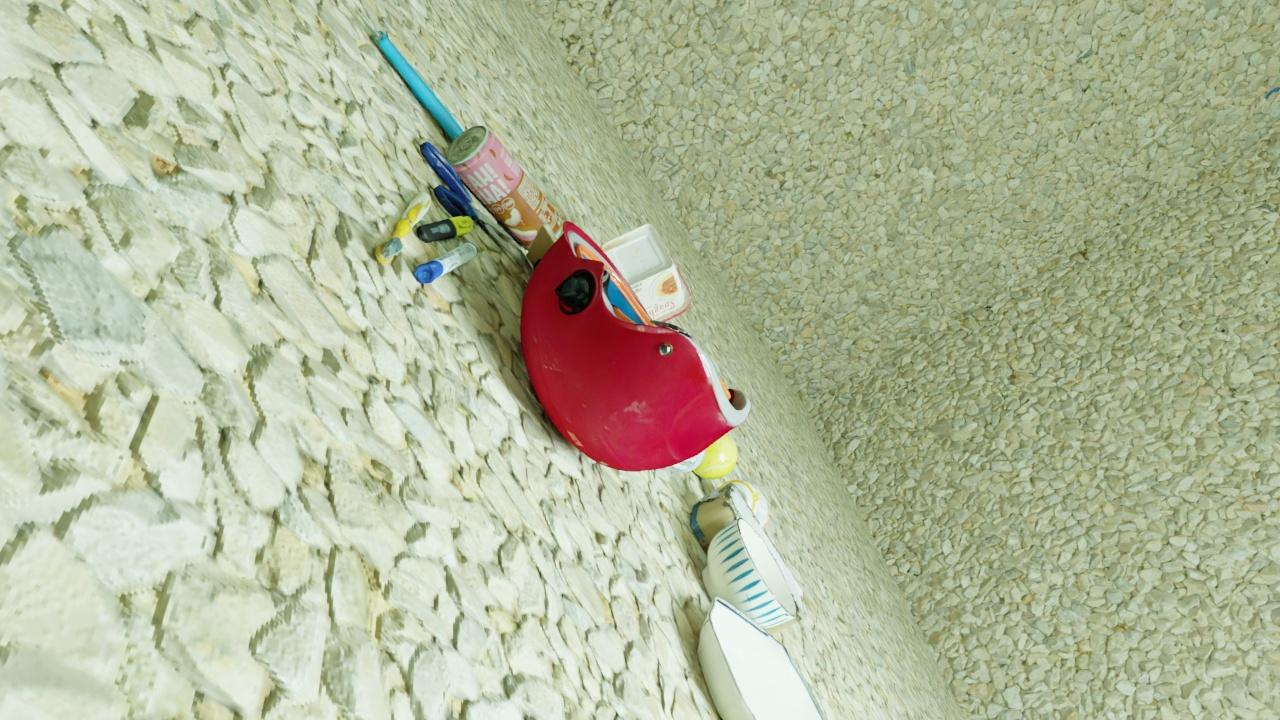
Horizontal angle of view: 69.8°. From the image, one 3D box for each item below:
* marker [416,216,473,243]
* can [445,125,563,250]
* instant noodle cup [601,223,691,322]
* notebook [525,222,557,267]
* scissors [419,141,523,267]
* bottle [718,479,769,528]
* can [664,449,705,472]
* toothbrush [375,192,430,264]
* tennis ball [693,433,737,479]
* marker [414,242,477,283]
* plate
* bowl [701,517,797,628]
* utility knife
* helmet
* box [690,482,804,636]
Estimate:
[{"bbox_3d":[-0.174,-0.118,0.821,0.018,0.015,0.124,60,12,-7],"label":"marker"},{"bbox_3d":[-0.147,-0.186,1.010,0.147,0.058,0.057,49,15,-40],"label":"can"},{"bbox_3d":[0.000,-0.115,1.255,0.124,0.116,0.116,76,-12,-68],"label":"instant noodle cup"},{"bbox_3d":[-0.057,-0.041,0.984,0.207,0.008,0.148,57,-15,-2],"label":"notebook"},{"bbox_3d":[-0.174,-0.159,0.941,0.160,0.012,0.163,59,10,-3],"label":"scissors"},{"bbox_3d":[0.137,0.196,1.205,0.108,0.063,0.063,39,22,-58],"label":"bottle"},{"bbox_3d":[0.027,0.090,1.023,0.058,0.058,0.146,63,12,21],"label":"can"},{"bbox_3d":[-0.186,-0.112,0.740,0.016,0.018,0.191,56,11,-21],"label":"toothbrush"},{"bbox_3d":[0.094,0.123,1.206,0.065,0.065,0.065,55,12,-17],"label":"tennis ball"},{"bbox_3d":[-0.162,-0.084,0.779,0.017,0.017,0.145,56,11,-10],"label":"marker"},{"bbox_3d":[0.122,0.325,0.867,0.265,0.034,0.162,46,16,-46],"label":"plate"},{"bbox_3d":[0.108,0.233,0.969,0.116,0.066,0.116,54,11,-16],"label":"bowl"},{"bbox_3d":[-0.252,-0.311,0.993,0.188,0.018,0.034,52,1,-28],"label":"utility knife"},{"bbox_3d":[-0.029,0.002,0.818,0.240,0.144,0.207,48,5,25],"label":"helmet"},{"bbox_3d":[0.130,0.239,1.074,0.184,0.061,0.089,60,12,-3],"label":"box"}]
